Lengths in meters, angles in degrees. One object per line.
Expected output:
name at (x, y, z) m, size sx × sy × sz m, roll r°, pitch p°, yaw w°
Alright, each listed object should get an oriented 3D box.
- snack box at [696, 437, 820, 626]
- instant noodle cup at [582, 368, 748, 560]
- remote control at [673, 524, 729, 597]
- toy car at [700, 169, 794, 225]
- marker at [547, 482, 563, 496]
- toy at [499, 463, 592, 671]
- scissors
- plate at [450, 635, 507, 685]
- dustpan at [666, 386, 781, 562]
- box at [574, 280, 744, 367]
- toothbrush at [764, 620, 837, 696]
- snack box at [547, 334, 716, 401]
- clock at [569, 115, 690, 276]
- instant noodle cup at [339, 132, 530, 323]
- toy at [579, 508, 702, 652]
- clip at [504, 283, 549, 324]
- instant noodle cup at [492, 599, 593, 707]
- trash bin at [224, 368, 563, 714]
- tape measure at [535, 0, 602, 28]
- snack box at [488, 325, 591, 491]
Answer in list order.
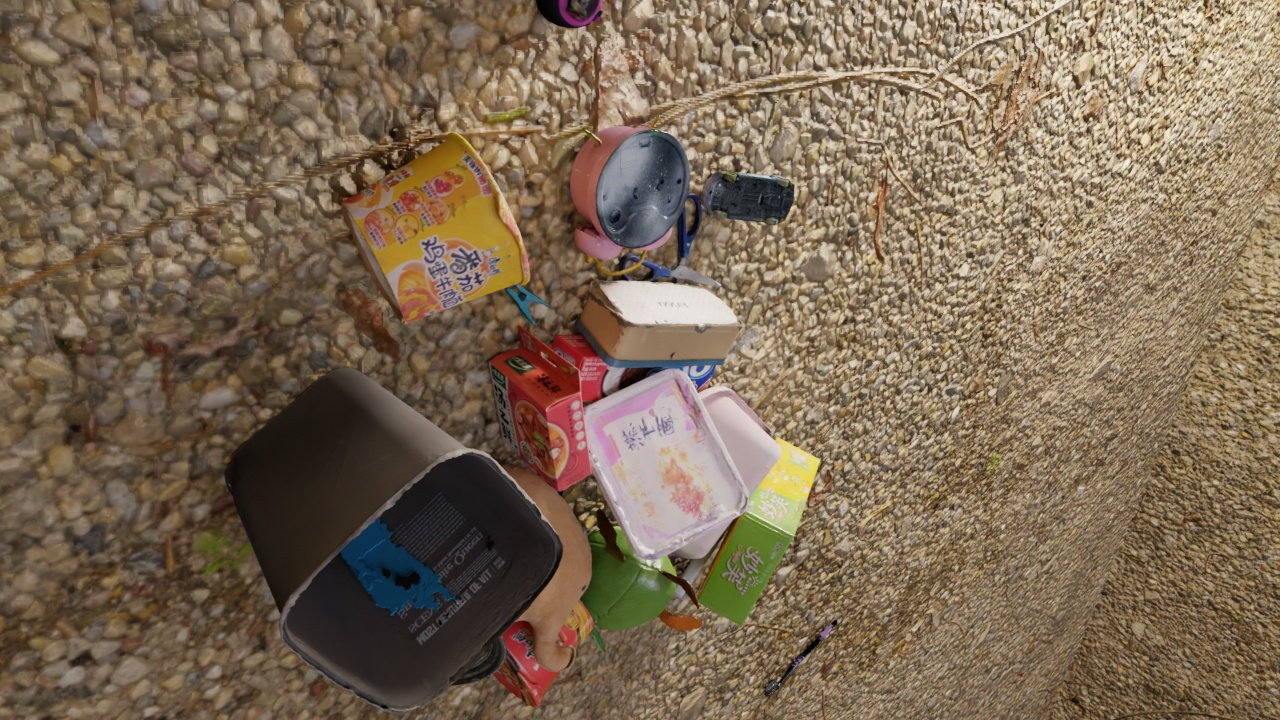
snack box at (0.155, 0.217, 1.190) m, size 0.158 × 0.070 × 0.209 m, roll -67°, pitch 171°, yaw 28°
instant noodle cup at (0.018, 0.111, 0.973) m, size 0.138 × 0.173 × 0.060 m, roll -25°, pitch 171°, yaw -14°
remote control at (0.081, 0.263, 1.236) m, size 0.136 × 0.020 × 0.055 m, roll -63°, pitch 172°, yaw 34°
toy car at (0.121, -0.184, 1.033) m, size 0.120 × 0.037 × 0.054 m, roll -1°, pitch 116°, yaw -31°
marker at (-0.085, 0.093, 1.025) m, size 0.022 × 0.020 × 0.132 m, roll -33°, pitch 140°, yaw -65°
toy at (-0.112, 0.214, 0.956) m, size 0.143 × 0.083 × 0.226 m, roll -35°, pitch 93°, yaw -14°
scissors at (0.040, -0.108, 1.023) m, size 0.175 × 0.012 × 0.162 m, roll -5°, pitch 118°, yaw -43°
plate at (-0.223, 0.278, 0.937) m, size 0.179 × 0.024 × 0.180 m, roll 4°, pitch 131°, yaw 4°
dustpan at (0.068, 0.133, 1.149) m, size 0.222 × 0.139 × 0.273 m, roll -53°, pitch 178°, yaw -8°
box at (0.017, -0.039, 0.977) m, size 0.184 × 0.089 × 0.059 m, roll -2°, pitch 128°, yaw -36°
toothbrush at (0.284, 0.523, 1.622) m, size 0.188 × 0.014 × 0.017 m, roll -40°, pitch 123°, yaw -18°
snack box at (-0.006, 0.006, 1.015) m, size 0.207 × 0.058 × 0.057 m, roll -1°, pitch 117°, yaw -43°
clock at (-0.014, -0.157, 0.910) m, size 0.117 × 0.060 × 0.159 m, roll -20°, pitch 124°, yaw -34°
instant noodle cup at (-0.171, -0.102, 0.752) m, size 0.109 × 0.138 × 0.138 m, roll -29°, pitch 131°, yaw -17°
toy at (-0.025, 0.255, 1.065) m, size 0.089 × 0.227 × 0.247 m, roll -57°, pitch -178°, yaw -35°
clip at (-0.114, -0.059, 0.910) m, size 0.038 × 0.013 × 0.055 m, roll -52°, pitch 137°, yaw -6°
instant noodle cup at (-0.128, 0.302, 1.036) m, size 0.108 × 0.138 × 0.138 m, roll -43°, pitch 136°, yaw -27°
trash bin at (-0.221, 0.137, 0.779) m, size 0.198 × 0.220 × 0.199 m, roll -44°, pitch 135°, yaw -14°
tape measure at (-0.059, -0.315, 0.787) m, size 0.057 × 0.039 × 0.058 m, roll 12°, pitch 106°, yaw -46°
snack box at (-0.102, 0.047, 0.911) m, size 0.044 × 0.113 × 0.127 m, roll -25°, pitch 128°, yaw -28°
